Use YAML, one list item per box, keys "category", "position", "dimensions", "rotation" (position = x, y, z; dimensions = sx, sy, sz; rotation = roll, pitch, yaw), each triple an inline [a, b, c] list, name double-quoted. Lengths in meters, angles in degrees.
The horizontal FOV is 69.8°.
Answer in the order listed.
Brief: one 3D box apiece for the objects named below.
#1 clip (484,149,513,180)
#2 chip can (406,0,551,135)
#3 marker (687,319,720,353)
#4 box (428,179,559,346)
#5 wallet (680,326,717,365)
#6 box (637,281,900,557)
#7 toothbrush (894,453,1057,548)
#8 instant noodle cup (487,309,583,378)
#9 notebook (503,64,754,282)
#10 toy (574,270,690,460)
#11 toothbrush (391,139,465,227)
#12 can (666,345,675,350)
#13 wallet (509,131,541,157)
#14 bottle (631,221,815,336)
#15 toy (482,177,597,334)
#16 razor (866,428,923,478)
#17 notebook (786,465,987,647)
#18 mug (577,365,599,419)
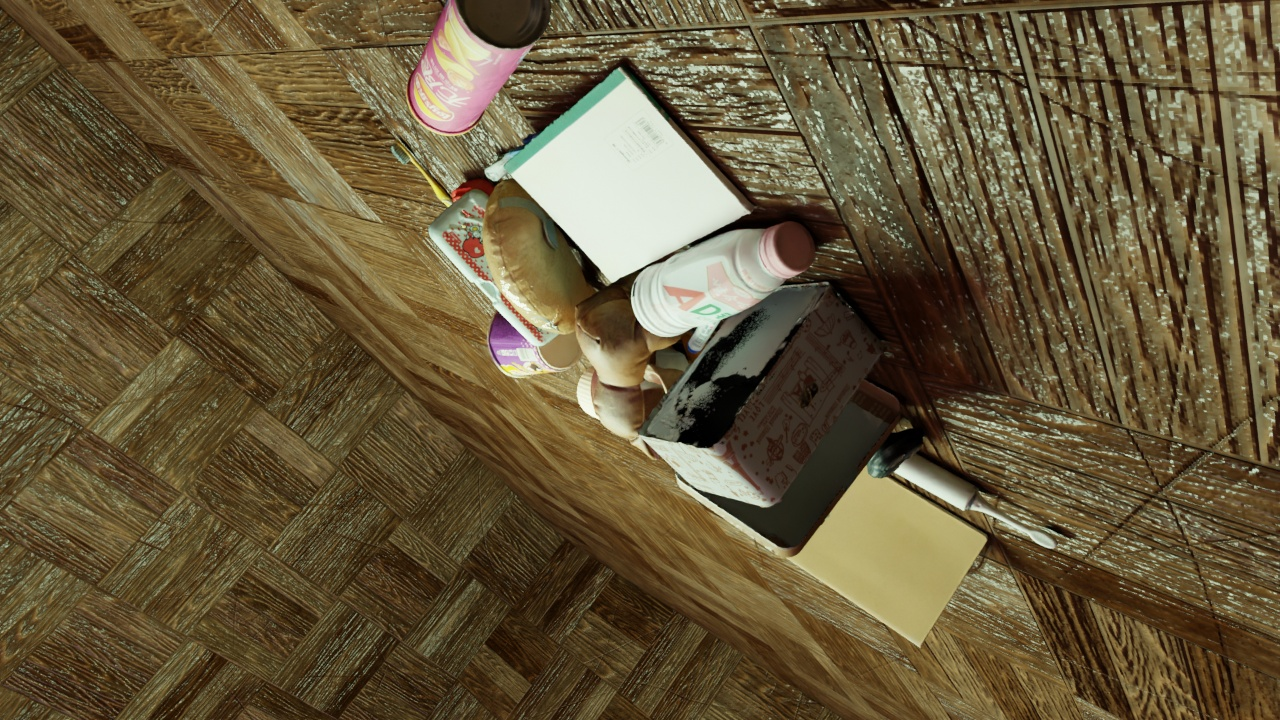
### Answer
- category: "clip"
  position: [-0.138, -0.199, 0.935]
  dimensions: [0.057, 0.028, 0.024]
  rotation: [-1, 140, 50]
- category: "chip can"
  position: [-0.135, -0.242, 0.729]
  dimensions: [0.071, 0.071, 0.211]
  rotation: [43, 163, -15]
- category: "marker"
  position: [0.070, -0.042, 0.873]
  dimensions: [0.017, 0.016, 0.146]
  rotation: [37, 153, 5]
- category: "box"
  position: [-0.157, -0.109, 1.075]
  dimensions: [0.201, 0.099, 0.095]
  rotation: [48, 160, -27]
- category: "wallet"
  position: [0.096, 0.017, 0.985]
  dimensions: [0.119, 0.035, 0.131]
  rotation: [32, 162, 26]
- category: "box"
  position: [0.121, 0.057, 0.785]
  dimensions: [0.168, 0.181, 0.151]
  rotation: [45, 163, -19]
- category: "toothbrush"
  position: [0.285, 0.115, 0.864]
  dimensions: [0.221, 0.027, 0.026]
  rotation: [30, -160, 26]
- category: "instant noodle cup"
  position: [-0.133, -0.030, 1.235]
  dimensions: [0.099, 0.111, 0.111]
  rotation: [3, 142, 48]
- category: "notebook"
  position: [-0.019, -0.146, 0.770]
  dimensions: [0.150, 0.012, 0.210]
  rotation: [45, 150, -17]
- category: "toy"
  position: [-0.006, 0.006, 0.977]
  dimensions: [0.140, 0.130, 0.200]
  rotation: [-122, 25, -47]
- category: "toothbrush"
  position: [-0.250, -0.202, 1.160]
  dimensions: [0.016, 0.018, 0.191]
  rotation: [21, 156, 49]
- category: "can"
  position: [0.034, 0.021, 1.084]
  dimensions: [0.146, 0.058, 0.058]
  rotation: [45, 162, -20]
- category: "wallet"
  position: [-0.051, -0.155, 0.846]
  dimensions: [0.106, 0.040, 0.133]
  rotation: [6, 143, 54]
- category: "bottle"
  position: [0.065, -0.069, 0.760]
  dimensions: [0.068, 0.068, 0.197]
  rotation: [44, 153, -16]
- category: "toy"
  position: [-0.098, -0.090, 0.991]
  dimensions: [0.083, 0.143, 0.226]
  rotation: [-11, 144, 18]
- category: "razor"
  position: [0.187, 0.059, 0.878]
  dimensions: [0.167, 0.062, 0.068]
  rotation: [29, 132, 44]
- category: "notebook"
  position: [0.243, 0.191, 0.989]
  dimensions: [0.208, 0.148, 0.008]
  rotation: [31, -158, 22]
- category: "mug"
  position: [-0.018, 0.058, 1.249]
  dimensions: [0.114, 0.081, 0.106]
  rotation: [47, 163, -30]
